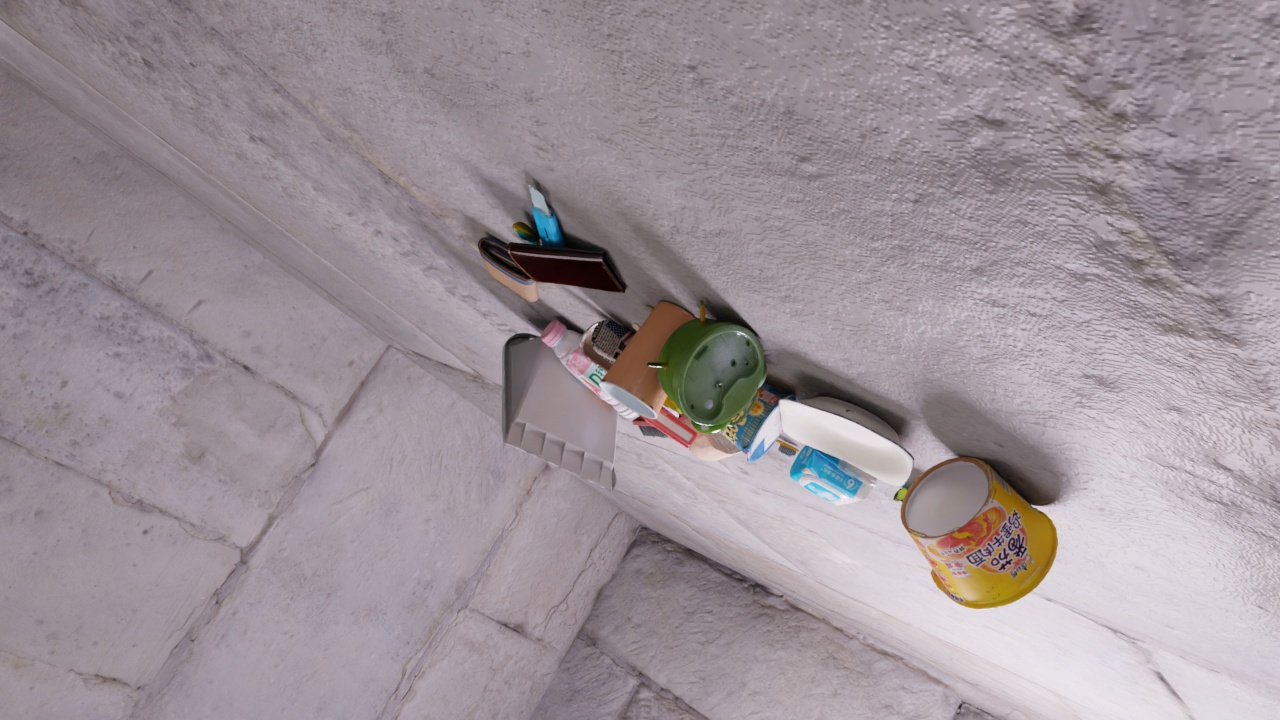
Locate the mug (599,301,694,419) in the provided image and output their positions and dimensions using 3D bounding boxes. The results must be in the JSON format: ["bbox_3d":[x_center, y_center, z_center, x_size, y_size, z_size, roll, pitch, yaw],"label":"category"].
[{"bbox_3d":[0.015,-0.004,1.072,0.078,0.122,0.078,29,166,8],"label":"mug"}]

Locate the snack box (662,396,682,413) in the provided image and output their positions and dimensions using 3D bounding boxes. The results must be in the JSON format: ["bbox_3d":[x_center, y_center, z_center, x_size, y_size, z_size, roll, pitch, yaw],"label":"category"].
[{"bbox_3d":[0.035,0.011,1.197,0.091,0.082,0.080,39,178,-28],"label":"snack box"}]

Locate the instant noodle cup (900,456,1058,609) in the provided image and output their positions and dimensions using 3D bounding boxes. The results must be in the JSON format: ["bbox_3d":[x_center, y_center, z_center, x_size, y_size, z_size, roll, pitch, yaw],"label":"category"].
[{"bbox_3d":[0.353,0.178,0.980,0.110,0.137,0.138,45,163,-21],"label":"instant noodle cup"}]

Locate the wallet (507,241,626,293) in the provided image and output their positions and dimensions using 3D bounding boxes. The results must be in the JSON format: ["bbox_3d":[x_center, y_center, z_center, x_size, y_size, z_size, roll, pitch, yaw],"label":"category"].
[{"bbox_3d":[-0.085,-0.108,1.083,0.122,0.020,0.096,9,164,19],"label":"wallet"}]

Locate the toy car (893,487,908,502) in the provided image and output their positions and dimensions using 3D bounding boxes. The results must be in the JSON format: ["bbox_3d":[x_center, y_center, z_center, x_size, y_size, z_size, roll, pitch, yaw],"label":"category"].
[{"bbox_3d":[0.359,0.181,1.183,0.048,0.032,0.105,30,178,5],"label":"toy car"}]

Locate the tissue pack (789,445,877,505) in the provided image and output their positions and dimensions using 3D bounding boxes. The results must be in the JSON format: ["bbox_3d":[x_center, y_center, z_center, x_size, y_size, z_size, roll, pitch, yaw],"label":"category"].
[{"bbox_3d":[0.256,0.148,1.220,0.090,0.063,0.140,31,167,4],"label":"tissue pack"}]

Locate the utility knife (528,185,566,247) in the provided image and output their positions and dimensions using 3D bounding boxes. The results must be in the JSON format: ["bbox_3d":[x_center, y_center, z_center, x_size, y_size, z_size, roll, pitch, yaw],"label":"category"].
[{"bbox_3d":[-0.105,-0.150,1.038,0.034,0.018,0.191,29,166,12],"label":"utility knife"}]

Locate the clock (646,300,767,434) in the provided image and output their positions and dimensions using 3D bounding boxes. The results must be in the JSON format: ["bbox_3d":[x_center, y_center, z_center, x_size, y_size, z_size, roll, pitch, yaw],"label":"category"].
[{"bbox_3d":[0.084,0.018,1.024,0.161,0.116,0.056,46,172,-38],"label":"clock"}]

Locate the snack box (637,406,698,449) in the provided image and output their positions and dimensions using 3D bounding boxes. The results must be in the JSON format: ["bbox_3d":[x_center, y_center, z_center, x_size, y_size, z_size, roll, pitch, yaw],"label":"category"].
[{"bbox_3d":[0.015,0.065,1.198,0.075,0.025,0.153,35,180,-24],"label":"snack box"}]

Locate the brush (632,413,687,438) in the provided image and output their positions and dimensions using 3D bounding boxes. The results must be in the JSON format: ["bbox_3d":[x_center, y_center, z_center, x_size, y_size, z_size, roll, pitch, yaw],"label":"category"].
[{"bbox_3d":[0.039,0.088,1.505,0.069,0.063,0.146,65,158,-10],"label":"brush"}]

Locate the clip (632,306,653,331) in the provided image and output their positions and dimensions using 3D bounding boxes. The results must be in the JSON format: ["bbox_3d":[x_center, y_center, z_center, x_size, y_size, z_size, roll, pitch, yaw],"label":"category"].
[{"bbox_3d":[0.048,-0.032,1.132,0.104,0.082,0.035,54,167,-1],"label":"clip"}]

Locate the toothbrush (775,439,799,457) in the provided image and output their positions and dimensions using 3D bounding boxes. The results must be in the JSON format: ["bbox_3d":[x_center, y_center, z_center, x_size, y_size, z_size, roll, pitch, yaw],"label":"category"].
[{"bbox_3d":[0.152,0.102,1.379,0.191,0.018,0.016,24,163,29],"label":"toothbrush"}]

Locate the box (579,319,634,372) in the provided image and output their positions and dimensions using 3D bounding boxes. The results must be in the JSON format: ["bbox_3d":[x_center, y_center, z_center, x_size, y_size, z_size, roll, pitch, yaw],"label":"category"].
[{"bbox_3d":[-0.005,0.007,1.270,0.163,0.076,0.087,38,-172,-17],"label":"box"}]

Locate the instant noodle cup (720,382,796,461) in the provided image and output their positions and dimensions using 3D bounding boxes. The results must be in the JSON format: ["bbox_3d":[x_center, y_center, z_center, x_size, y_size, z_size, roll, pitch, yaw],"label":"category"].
[{"bbox_3d":[0.120,0.055,1.138,0.110,0.099,0.099,35,169,23],"label":"instant noodle cup"}]

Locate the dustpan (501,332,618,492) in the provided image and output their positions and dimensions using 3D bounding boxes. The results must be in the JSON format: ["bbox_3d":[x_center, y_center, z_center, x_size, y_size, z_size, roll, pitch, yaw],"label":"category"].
[{"bbox_3d":[-0.142,0.067,1.509,0.222,0.257,0.143,30,150,-32],"label":"dustpan"}]

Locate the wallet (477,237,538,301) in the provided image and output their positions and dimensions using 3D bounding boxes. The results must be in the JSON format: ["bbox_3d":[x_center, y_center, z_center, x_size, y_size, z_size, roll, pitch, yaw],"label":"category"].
[{"bbox_3d":[-0.180,-0.124,1.271,0.090,0.033,0.115,33,168,4],"label":"wallet"}]

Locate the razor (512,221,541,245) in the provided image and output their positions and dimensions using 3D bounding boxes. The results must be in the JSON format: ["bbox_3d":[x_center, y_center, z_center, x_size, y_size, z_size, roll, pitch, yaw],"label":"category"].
[{"bbox_3d":[-0.136,-0.141,1.112,0.043,0.028,0.132,59,176,13],"label":"razor"}]

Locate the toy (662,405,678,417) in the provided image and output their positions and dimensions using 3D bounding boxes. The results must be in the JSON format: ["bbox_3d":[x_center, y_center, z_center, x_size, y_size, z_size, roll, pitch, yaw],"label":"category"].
[{"bbox_3d":[0.028,0.052,1.404,0.084,0.038,0.108,24,147,35],"label":"toy"}]

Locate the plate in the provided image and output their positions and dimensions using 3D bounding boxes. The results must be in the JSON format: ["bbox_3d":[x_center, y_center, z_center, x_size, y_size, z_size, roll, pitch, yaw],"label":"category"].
[{"bbox_3d":[0.242,0.084,1.071,0.164,0.034,0.164,24,165,18],"label":"plate"}]

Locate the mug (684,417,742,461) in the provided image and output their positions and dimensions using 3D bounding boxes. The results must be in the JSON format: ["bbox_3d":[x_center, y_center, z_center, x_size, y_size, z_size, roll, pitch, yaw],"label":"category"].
[{"bbox_3d":[0.104,0.082,1.317,0.124,0.084,0.104,58,165,2],"label":"mug"}]

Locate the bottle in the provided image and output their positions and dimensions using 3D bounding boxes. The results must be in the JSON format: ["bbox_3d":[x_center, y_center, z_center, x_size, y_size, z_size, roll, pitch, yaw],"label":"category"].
[{"bbox_3d":[-0.071,0.010,1.449,0.197,0.068,0.068,40,165,-20],"label":"bottle"}]
